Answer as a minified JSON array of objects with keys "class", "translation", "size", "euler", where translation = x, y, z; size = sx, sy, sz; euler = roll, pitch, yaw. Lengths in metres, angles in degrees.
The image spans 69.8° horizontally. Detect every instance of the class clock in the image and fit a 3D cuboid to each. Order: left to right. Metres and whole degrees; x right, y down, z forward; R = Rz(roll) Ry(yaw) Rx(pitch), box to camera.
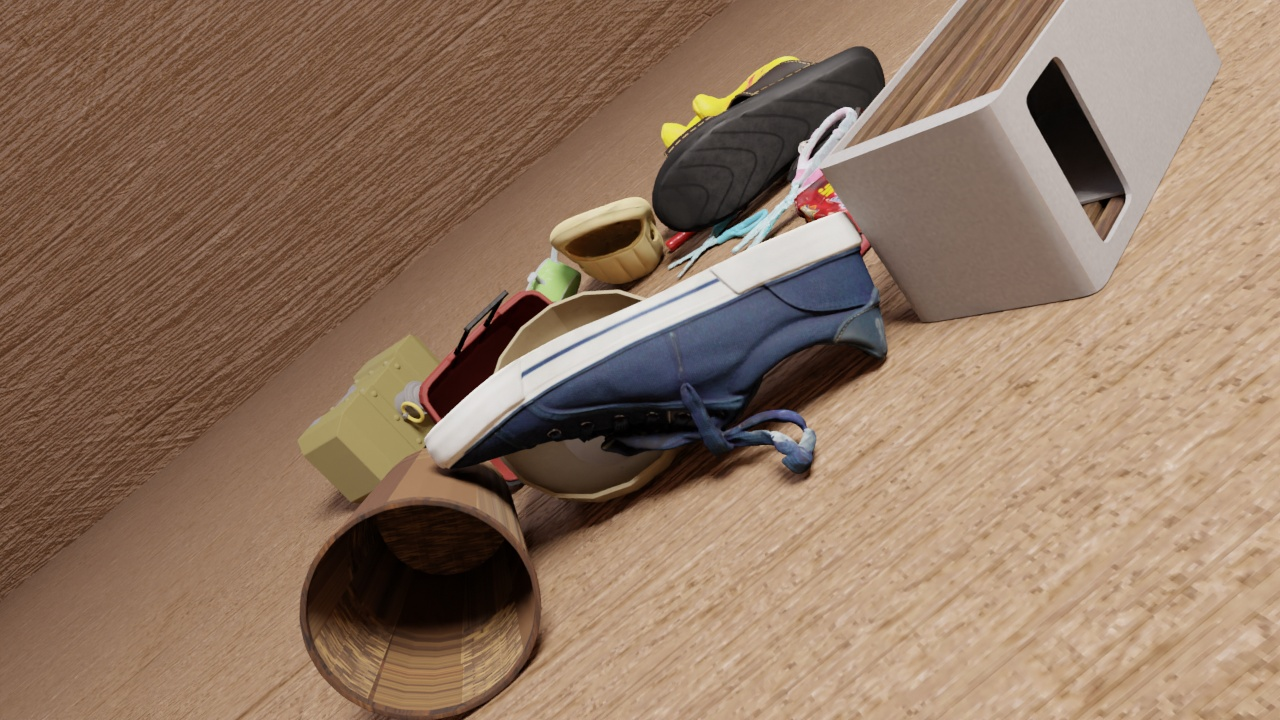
[{"class":"clock","translation":[-0.105,-0.068,1.056],"size":[0.094,0.042,0.120],"euler":[-59,-6,-39]}]

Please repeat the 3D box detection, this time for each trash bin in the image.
[{"class":"trash bin","translation":[0.228,-0.146,0.540],"size":[0.228,0.114,0.115],"euler":[-50,21,-28]}]

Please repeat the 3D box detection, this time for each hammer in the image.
[{"class":"hammer","translation":[-0.201,0.018,0.991],"size":[0.326,0.100,0.189],"euler":[-27,22,32]}]

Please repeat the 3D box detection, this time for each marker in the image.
[{"class":"marker","translation":[0.087,-0.169,1.020],"size":[0.142,0.013,0.013],"euler":[-38,19,3]}]

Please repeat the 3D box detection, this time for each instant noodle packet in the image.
[{"class":"instant noodle packet","translation":[0.191,-0.146,0.732],"size":[0.135,0.039,0.098],"euler":[-36,26,8]}]

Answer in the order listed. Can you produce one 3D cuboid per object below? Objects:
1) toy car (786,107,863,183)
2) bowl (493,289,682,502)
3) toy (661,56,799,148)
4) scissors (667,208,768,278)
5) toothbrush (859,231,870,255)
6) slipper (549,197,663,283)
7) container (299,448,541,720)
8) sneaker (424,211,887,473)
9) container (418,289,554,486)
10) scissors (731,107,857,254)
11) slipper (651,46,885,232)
[{"class":"toy car","translation":[0.176,-0.204,0.874],"size":[0.093,0.037,0.040],"euler":[-40,15,37]},{"class":"bowl","translation":[-0.028,0.029,0.643],"size":[0.152,0.050,0.152],"euler":[-8,65,17]},{"class":"toy","translation":[0.127,-0.288,1.096],"size":[0.194,0.087,0.134],"euler":[-25,-6,32]},{"class":"scissors","translation":[0.087,-0.131,0.939],"size":[0.134,0.015,0.134],"euler":[-10,40,58]},{"class":"toothbrush","translation":[0.109,-0.033,0.658],"size":[0.189,0.016,0.016],"euler":[-46,19,-19]},{"class":"slipper","translation":[-0.028,-0.124,1.026],"size":[0.111,0.079,0.261],"euler":[-17,2,8]},{"class":"container","translation":[-0.132,0.126,0.593],"size":[0.132,0.132,0.167],"euler":[-39,13,1]},{"class":"sneaker","translation":[0.013,0.025,0.557],"size":[0.295,0.127,0.120],"euler":[-23,-1,7]},{"class":"container","translation":[-0.105,0.019,0.769],"size":[0.147,0.127,0.201],"euler":[-46,10,-19]},{"class":"scissors","translation":[0.140,-0.160,0.842],"size":[0.179,0.016,0.102],"euler":[-45,29,24]},{"class":"slipper","translation":[0.123,-0.228,0.931],"size":[0.268,0.113,0.075],"euler":[-33,31,2]}]
